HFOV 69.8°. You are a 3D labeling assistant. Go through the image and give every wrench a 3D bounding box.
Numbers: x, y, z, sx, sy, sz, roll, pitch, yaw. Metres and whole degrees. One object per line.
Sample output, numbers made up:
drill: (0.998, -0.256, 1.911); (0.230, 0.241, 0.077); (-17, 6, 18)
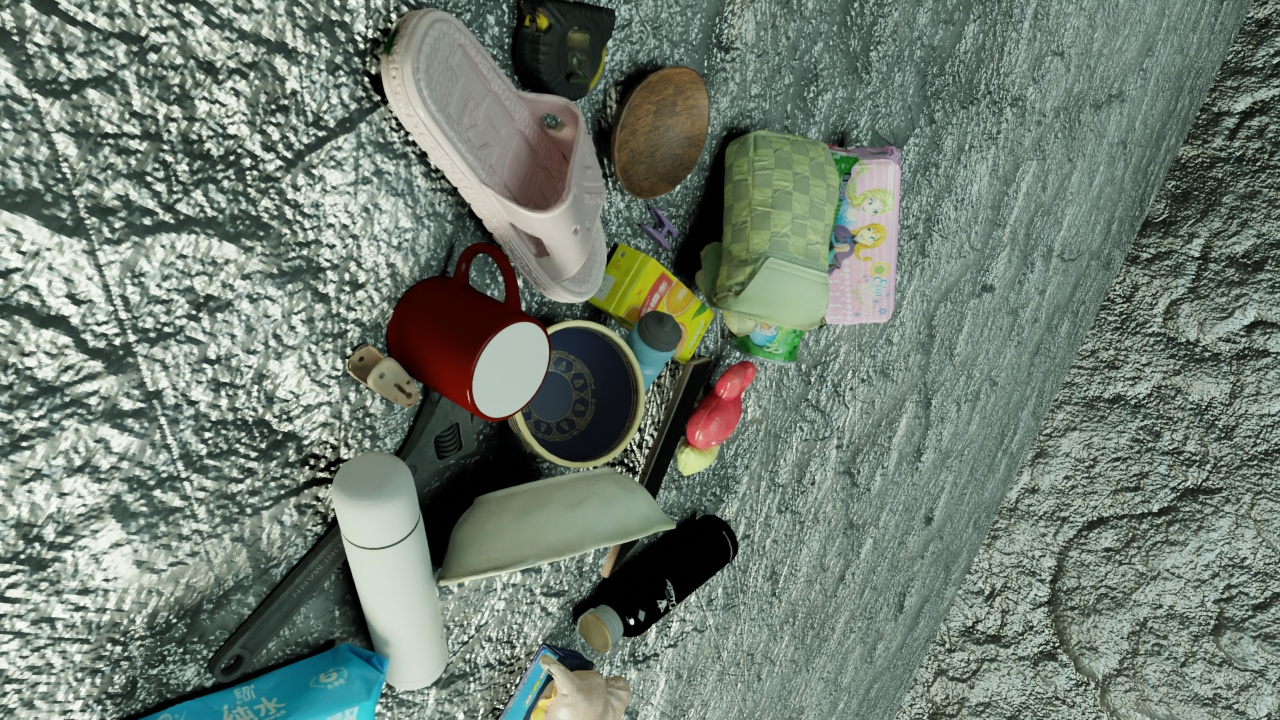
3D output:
wrench: (-0.193, 0.108, 0.641); (0.272, 0.018, 0.073); (-50, 145, -19)

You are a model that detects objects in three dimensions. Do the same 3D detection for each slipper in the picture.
slipper: (-0.068, -0.126, 0.590); (0.239, 0.064, 0.094); (49, 48, -51)

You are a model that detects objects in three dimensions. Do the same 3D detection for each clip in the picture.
clip: (0.018, -0.115, 0.789); (0.036, 0.013, 0.053); (-53, 148, -15)
clip: (-0.160, 0.015, 0.600); (0.024, 0.043, 0.061); (-55, 141, -11)

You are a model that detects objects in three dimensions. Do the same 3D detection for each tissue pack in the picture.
tissue pack: (-0.266, 0.272, 0.604); (0.208, 0.066, 0.117); (-10, 121, -50)

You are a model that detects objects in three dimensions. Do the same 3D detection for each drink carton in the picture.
drink carton: (0.011, -0.047, 0.797); (0.058, 0.043, 0.134); (-60, 149, -2)

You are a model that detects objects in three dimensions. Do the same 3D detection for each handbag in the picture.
handbag: (0.112, -0.113, 0.839); (0.113, 0.117, 0.186); (13, 77, -30)

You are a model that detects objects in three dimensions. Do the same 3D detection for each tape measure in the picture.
tape measure: (-0.051, -0.204, 0.606); (0.067, 0.038, 0.063); (-17, 125, -49)

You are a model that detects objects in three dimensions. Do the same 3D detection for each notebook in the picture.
notebook: (0.019, 0.096, 0.884); (0.141, 0.008, 0.209); (-12, 125, -79)

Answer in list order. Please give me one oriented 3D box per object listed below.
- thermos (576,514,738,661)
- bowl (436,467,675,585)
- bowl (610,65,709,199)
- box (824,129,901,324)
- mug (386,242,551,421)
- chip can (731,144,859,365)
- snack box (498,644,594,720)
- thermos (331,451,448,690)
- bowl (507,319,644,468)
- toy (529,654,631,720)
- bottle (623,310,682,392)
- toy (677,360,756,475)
thermos: (0.014, 0.242, 0.979); (0.230, 0.061, 0.061); (-27, 132, -43)
bowl: (-0.070, 0.124, 0.716); (0.219, 0.189, 0.060); (3, 72, -59)
bowl: (0.009, -0.180, 0.718); (0.114, 0.026, 0.102); (-30, 135, -41)
box: (0.248, -0.154, 1.044); (0.231, 0.085, 0.096); (77, 17, -44)
mug: (-0.108, -0.024, 0.607); (0.073, 0.082, 0.106); (4, 108, -55)
chip can: (0.152, -0.107, 0.926); (0.075, 0.075, 0.223); (-10, 120, -52)
snack box: (-0.109, 0.361, 0.920); (0.150, 0.027, 0.082); (-60, 147, -8)
thermos: (-0.172, 0.152, 0.640); (0.052, 0.052, 0.225); (-37, 146, -35)
bowl: (-0.060, 0.027, 0.719); (0.112, 0.061, 0.112); (3, 85, -31)
toy: (-0.111, 0.405, 0.874); (0.264, 0.065, 0.196); (-52, 137, -7)
bottle: (-0.005, 0.004, 0.762); (0.040, 0.040, 0.130); (-28, 162, -42)
toy: (0.079, 0.059, 0.949); (0.135, 0.045, 0.091); (-63, 167, 15)
